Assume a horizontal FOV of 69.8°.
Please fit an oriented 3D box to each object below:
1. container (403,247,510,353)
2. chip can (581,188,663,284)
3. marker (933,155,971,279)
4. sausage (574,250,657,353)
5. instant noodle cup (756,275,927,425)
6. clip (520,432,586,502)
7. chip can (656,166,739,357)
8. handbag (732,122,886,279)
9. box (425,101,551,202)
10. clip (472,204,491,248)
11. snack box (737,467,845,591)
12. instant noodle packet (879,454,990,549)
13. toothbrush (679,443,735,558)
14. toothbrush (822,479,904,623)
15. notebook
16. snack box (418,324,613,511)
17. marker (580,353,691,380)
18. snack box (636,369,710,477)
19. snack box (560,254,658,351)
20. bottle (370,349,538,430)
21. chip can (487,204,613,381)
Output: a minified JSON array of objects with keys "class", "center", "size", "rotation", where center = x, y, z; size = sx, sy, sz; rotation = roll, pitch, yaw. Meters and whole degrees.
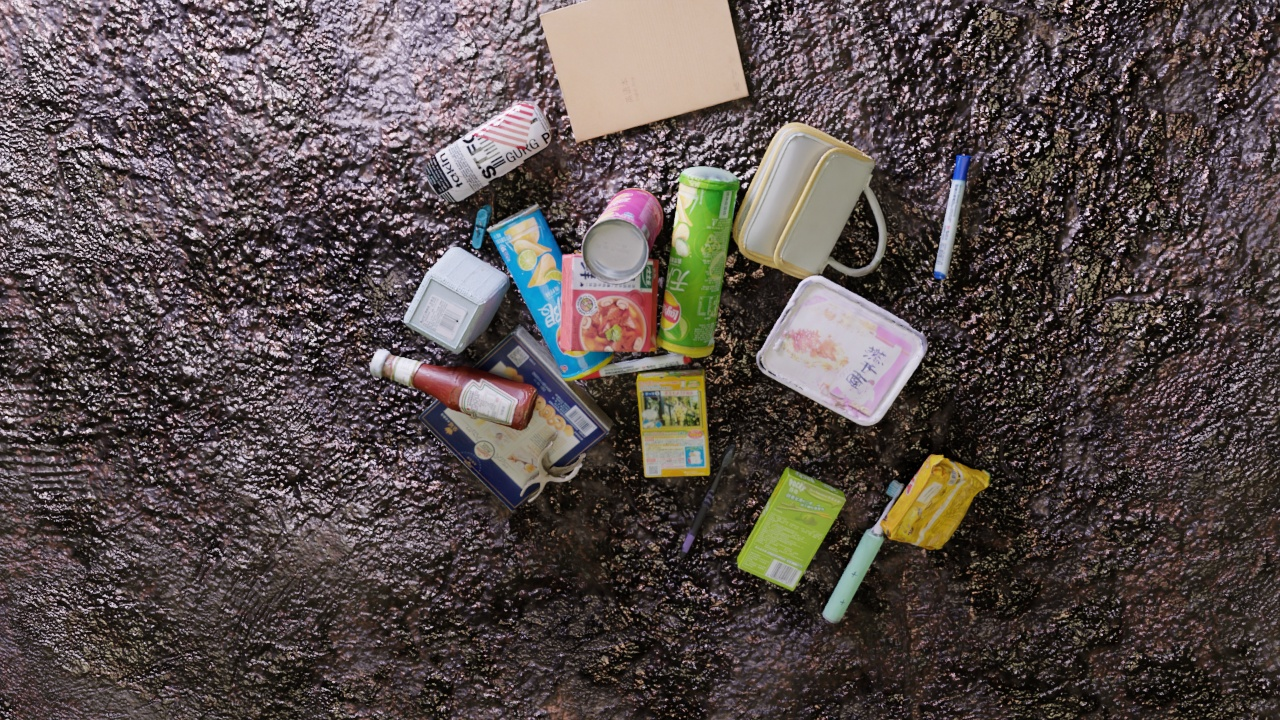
[{"class":"container","center":[-0.226,-0.072,1.118],"size":[0.090,0.111,0.090],"rotation":[30,109,-5]},{"class":"chip can","center":[-0.017,-0.142,1.022],"size":[0.071,0.210,0.071],"rotation":[2,108,5]},{"class":"marker","center":[0.367,-0.167,1.080],"size":[0.017,0.016,0.146],"rotation":[6,109,3]},{"class":"sausage","center":[-0.029,-0.073,1.147],"size":[0.021,0.021,0.165],"rotation":[-36,102,15]},{"class":"instant noodle cup","center":[0.243,-0.017,1.121],"size":[0.173,0.060,0.138],"rotation":[27,109,-6]},{"class":"clip","center":[-0.123,0.132,1.173],"size":[0.102,0.034,0.094],"rotation":[-22,110,19]},{"class":"chip can","center":[0.068,-0.118,1.096],"size":[0.072,0.072,0.221],"rotation":[9,109,2]},{"class":"handbag","center":[0.215,-0.172,1.073],"size":[0.178,0.063,0.164],"rotation":[22,111,-6]},{"class":"box","center":[-0.180,-0.245,1.085],"size":[0.164,0.059,0.072],"rotation":[-31,87,14]},{"class":"clip","center":[-0.197,-0.164,1.132],"size":[0.015,0.049,0.057],"rotation":[17,118,-3]},{"class":"snack box","center":[0.200,0.226,1.225],"size":[0.086,0.026,0.157],"rotation":[23,110,-3]},{"class":"instant noodle packet","center":[0.376,0.180,1.173],"size":[0.110,0.044,0.129],"rotation":[17,113,-30]},{"class":"toothbrush","center":[0.089,0.192,1.230],"size":[0.014,0.016,0.189],"rotation":[21,111,-2]},{"class":"toothbrush","center":[0.300,0.258,1.226],"size":[0.027,0.026,0.225],"rotation":[29,111,19]},{"class":"notebook","center":[0.006,-0.351,1.055],"size":[0.212,0.012,0.149],"rotation":[-13,108,10]},{"class":"snack box","center":[-0.162,0.077,1.198],"size":[0.183,0.045,0.178],"rotation":[-40,101,16]},{"class":"marker","center":[-0.007,0.007,1.175],"size":[0.145,0.017,0.017],"rotation":[-9,108,8]},{"class":"snack box","center":[0.043,0.082,1.188],"size":[0.087,0.033,0.140],"rotation":[-3,110,6]},{"class":"snack box","center":[-0.029,-0.068,1.096],"size":[0.127,0.044,0.113],"rotation":[-1,95,-23]},{"class":"bottle","center":[-0.231,0.032,1.135],"size":[0.206,0.059,0.060],"rotation":[17,109,1]},{"class":"chip can","center":[-0.108,-0.082,1.125],"size":[0.071,0.071,0.210],"rotation":[-23,105,12]}]
